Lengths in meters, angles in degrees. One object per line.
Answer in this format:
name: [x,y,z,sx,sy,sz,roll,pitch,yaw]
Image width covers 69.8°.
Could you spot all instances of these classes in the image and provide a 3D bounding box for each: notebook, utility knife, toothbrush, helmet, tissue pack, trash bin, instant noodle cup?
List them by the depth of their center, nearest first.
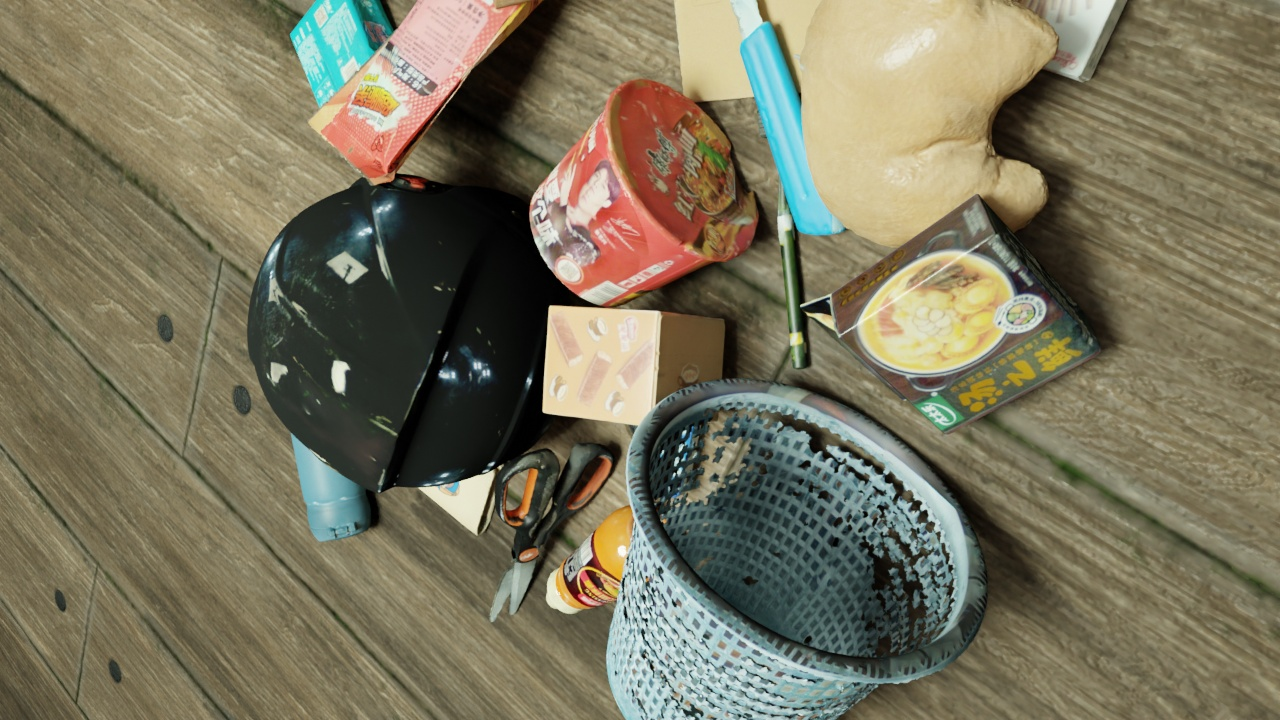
notebook: [0.103,-0.246,0.584,0.208,0.008,0.148,8,113,40]
trash bin: [0.073,0.156,0.600,0.226,0.225,0.196,40,131,22]
utility knife: [0.090,-0.178,0.607,0.034,0.018,0.203,-14,102,40]
instant noodle cup: [-0.005,-0.108,0.641,0.109,0.137,0.138,-30,81,41]
toothbrush: [0.100,-0.085,0.642,0.017,0.012,0.186,-2,97,41]
helmet: [-0.189,-0.024,0.718,0.275,0.229,0.234,32,114,14]
tissue pack: [-0.260,-0.272,0.832,0.093,0.050,0.133,-30,81,36]

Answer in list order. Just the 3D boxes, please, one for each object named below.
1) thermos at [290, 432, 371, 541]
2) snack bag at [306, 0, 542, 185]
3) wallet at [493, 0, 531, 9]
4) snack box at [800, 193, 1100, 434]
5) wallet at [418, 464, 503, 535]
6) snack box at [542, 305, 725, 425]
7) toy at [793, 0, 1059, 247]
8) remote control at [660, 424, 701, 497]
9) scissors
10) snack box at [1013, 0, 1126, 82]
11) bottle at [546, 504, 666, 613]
thermos: [-0.321,0.074,0.929,0.070,0.070,0.220,-6,95,35]
snack bag: [-0.162,-0.233,0.703,0.208,0.073,0.128,-50,51,2]
wallet: [-0.053,-0.316,0.652,0.132,0.031,0.108,-14,89,-4]
snack box: [0.179,-0.019,0.542,0.113,0.053,0.126,37,123,-25]
wallet: [-0.179,0.098,0.860,0.115,0.024,0.087,33,114,27]
snack box: [-0.004,0.004,0.654,0.094,0.092,0.077,5,91,33]
toy: [0.154,-0.164,0.509,0.144,0.082,0.226,3,127,22]
remote control: [0.025,0.041,0.708,0.049,0.024,0.125,18,104,31]
scissors: [-0.079,0.152,0.788,0.021,0.161,0.234,55,161,37]
snack box: [0.240,-0.244,0.507,0.085,0.026,0.157,30,114,28]
bottle: [-0.033,0.172,0.753,0.150,0.066,0.066,-41,75,40]
